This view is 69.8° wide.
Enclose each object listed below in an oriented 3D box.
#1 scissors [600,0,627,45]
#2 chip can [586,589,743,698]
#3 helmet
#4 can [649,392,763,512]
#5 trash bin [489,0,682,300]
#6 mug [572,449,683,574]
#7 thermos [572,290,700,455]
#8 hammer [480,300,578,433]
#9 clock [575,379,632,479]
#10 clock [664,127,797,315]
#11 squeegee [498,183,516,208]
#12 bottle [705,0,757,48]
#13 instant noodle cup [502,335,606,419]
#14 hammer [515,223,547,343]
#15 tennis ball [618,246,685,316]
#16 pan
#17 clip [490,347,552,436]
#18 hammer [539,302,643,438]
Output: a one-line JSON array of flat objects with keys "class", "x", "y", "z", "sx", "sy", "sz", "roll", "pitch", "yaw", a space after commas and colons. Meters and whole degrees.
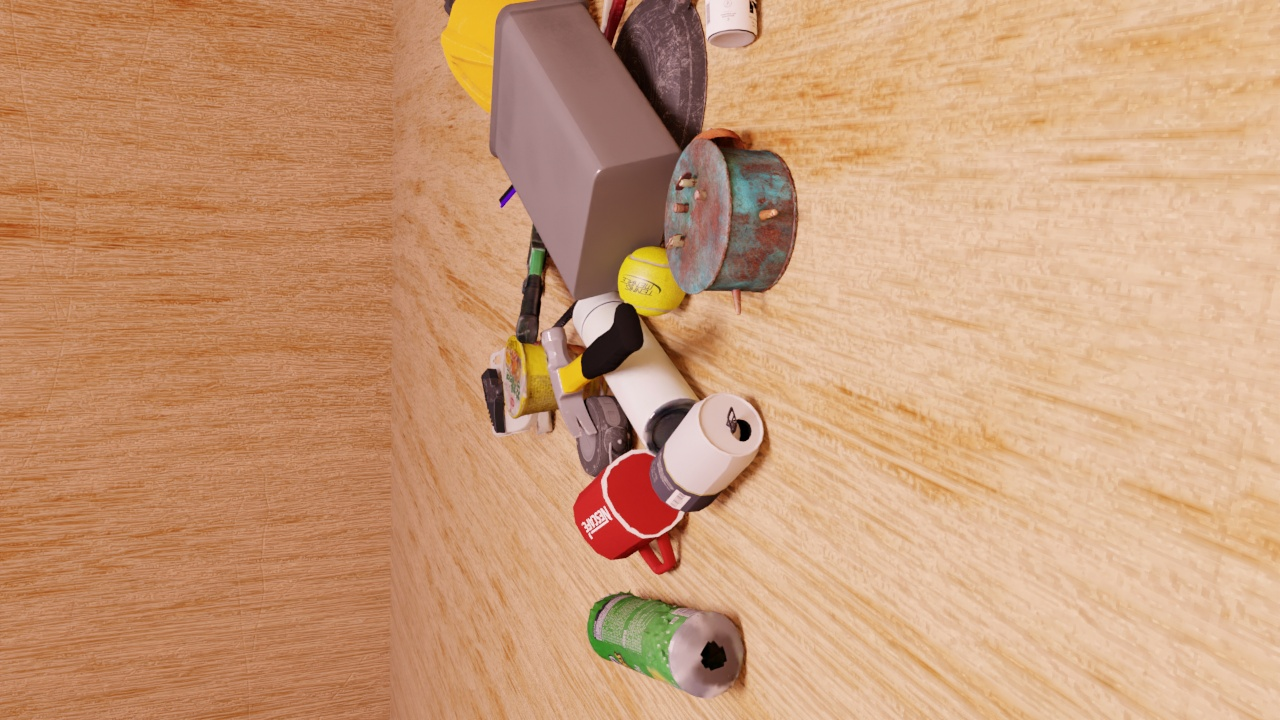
[{"class": "scissors", "x": -0.032, "y": -0.364, "z": 0.973, "sx": 0.200, "sy": 0.015, "sz": 0.179, "roll": 119, "pitch": 158, "yaw": -53}, {"class": "chip can", "x": 0.018, "y": 0.261, "z": 0.861, "sx": 0.224, "sy": 0.075, "sz": 0.075, "roll": 159, "pitch": 109, "yaw": -66}, {"class": "helmet", "x": -0.172, "y": -0.386, "z": 1.129, "sx": 0.255, "sy": 0.131, "sz": 0.206, "roll": 54, "pitch": 153, "yaw": 33}, {"class": "can", "x": 0.056, "y": 0.076, "z": 0.767, "sx": 0.128, "sy": 0.064, "sz": 0.064, "roll": 121, "pitch": 141, "yaw": -53}, {"class": "trash bin", "x": -0.061, "y": -0.204, "z": 0.892, "sx": 0.219, "sy": 0.097, "sz": 0.192, "roll": 61, "pitch": 155, "yaw": 27}, {"class": "mug", "x": -0.003, "y": 0.157, "z": 0.906, "sx": 0.116, "sy": 0.080, "sz": 0.097, "roll": 53, "pitch": 149, "yaw": 8}, {"class": "thermos", "x": -0.005, "y": 0.005, "z": 0.911, "sx": 0.230, "sy": 0.067, "sz": 0.068, "roll": -124, "pitch": 39, "yaw": -53}, {"class": "hammer", "x": -0.123, "y": -0.016, "z": 1.168, "sx": 0.326, "sy": 0.015, "sz": 0.095, "roll": -43, "pitch": 54, "yaw": 44}, {"class": "clock", "x": -0.037, "y": 0.087, "z": 1.021, "sx": 0.122, "sy": 0.043, "sz": 0.091, "roll": -118, "pitch": 34, "yaw": -48}, {"class": "clock", "x": 0.058, "y": -0.123, "z": 0.741, "sx": 0.157, "sy": 0.073, "sz": 0.121, "roll": -115, "pitch": 32, "yaw": -46}, {"class": "squeegee", "x": -0.086, "y": -0.187, "z": 1.112, "sx": 0.250, "sy": 0.055, "sz": 0.184, "roll": -37, "pitch": 56, "yaw": 43}, {"class": "bottle", "x": 0.072, "y": -0.315, "z": 0.738, "sx": 0.041, "sy": 0.041, "sz": 0.116, "roll": 177, "pitch": 92, "yaw": -68}, {"class": "instant noodle cup", "x": -0.101, "y": 0.019, "z": 1.086, "sx": 0.102, "sy": 0.108, "sz": 0.102, "roll": 179, "pitch": 90, "yaw": -68}, {"class": "hammer", "x": -0.134, "y": -0.096, "z": 1.155, "sx": 0.318, "sy": 0.032, "sz": 0.130, "roll": -99, "pitch": 20, "yaw": -66}, {"class": "tennis ball", "x": 0.011, "y": -0.075, "z": 0.864, "sx": 0.065, "sy": 0.065, "sz": 0.065, "roll": 178, "pitch": 90, "yaw": -68}, {"class": "pan", "x": 0.028, "y": -0.311, "z": 0.855, "sx": 0.358, "sy": 0.040, "sz": 0.207, "roll": 111, "pitch": 149, "yaw": -45}, {"class": "clip", "x": -0.145, "y": 0.038, "z": 1.276, "sx": 0.151, "sy": 0.110, "sz": 0.126, "roll": -12, "pitch": 80, "yaw": 35}, {"class": "hammer", "x": -0.047, "y": 0.003, "z": 0.884, "sx": 0.324, "sy": 0.029, "sz": 0.127, "roll": 149, "pitch": 108, "yaw": -73}]
